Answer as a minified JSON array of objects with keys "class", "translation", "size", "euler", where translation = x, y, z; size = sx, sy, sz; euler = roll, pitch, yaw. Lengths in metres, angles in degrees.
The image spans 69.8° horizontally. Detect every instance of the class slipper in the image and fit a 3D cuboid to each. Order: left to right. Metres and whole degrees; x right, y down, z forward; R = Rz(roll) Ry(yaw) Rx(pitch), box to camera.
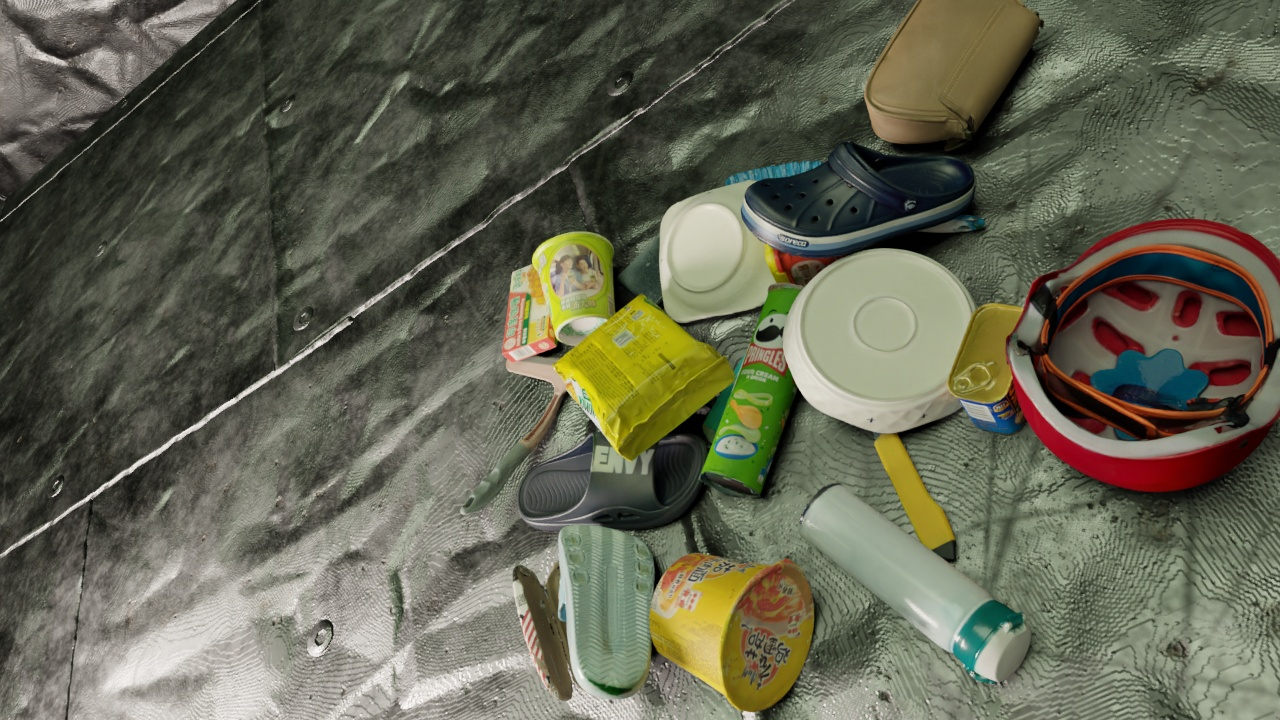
[{"class":"slipper","translation":[-0.050,0.140,1.070],"size":[0.269,0.083,0.110],"euler":[-14,58,29]},{"class":"slipper","translation":[-0.037,0.261,0.963],"size":[0.245,0.104,0.074],"euler":[-100,19,-61]},{"class":"slipper","translation":[0.234,-0.180,0.971],"size":[0.253,0.095,0.105],"euler":[-9,42,-3]}]

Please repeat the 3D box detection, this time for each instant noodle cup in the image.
[{"class":"instant noodle cup","translation":[-0.082,-0.088,1.217],"size":[0.112,0.111,0.123],"euler":[-22,61,22]},{"class":"instant noodle cup","translation":[0.084,0.251,0.883],"size":[0.110,0.138,0.138],"euler":[8,68,47]}]

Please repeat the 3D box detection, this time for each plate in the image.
[{"class":"plate","translation":[0.085,-0.135,1.126],"size":[0.164,0.034,0.164],"euler":[-11,76,34]},{"class":"plate","translation":[0.250,-0.028,0.943],"size":[0.205,0.045,0.204],"euler":[-5,66,10]}]

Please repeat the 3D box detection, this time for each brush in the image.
[{"class":"brush","translation":[0.243,-0.186,1.085],"size":[0.315,0.060,0.109],"euler":[-3,67,31]}]

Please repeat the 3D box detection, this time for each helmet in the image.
[{"class":"helmet","translation":[0.431,0.008,0.779],"size":[0.207,0.144,0.239],"euler":[23,64,38]}]

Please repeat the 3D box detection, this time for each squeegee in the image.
[{"class":"squeegee","translation":[-0.148,0.102,1.173],"size":[0.248,0.040,0.249],"euler":[8,53,41]}]

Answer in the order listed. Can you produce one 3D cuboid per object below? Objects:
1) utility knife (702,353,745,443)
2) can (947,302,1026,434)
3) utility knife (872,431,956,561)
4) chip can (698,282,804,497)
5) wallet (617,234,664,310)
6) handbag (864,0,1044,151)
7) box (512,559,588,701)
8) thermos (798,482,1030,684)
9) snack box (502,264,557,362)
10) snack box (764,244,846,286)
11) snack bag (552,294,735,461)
[{"class":"utility knife","translation":[0.123,0.015,1.070],"size":[0.029,0.013,0.182],"euler":[27,82,38]},{"class":"can","translation":[0.342,0.010,0.874],"size":[0.057,0.083,0.102],"euler":[13,72,40]},{"class":"utility knife","translation":[0.264,0.112,0.913],"size":[0.033,0.015,0.201],"euler":[-31,51,17]},{"class":"chip can","translation":[0.137,0.033,1.011],"size":[0.072,0.072,0.235],"euler":[10,70,38]},{"class":"wallet","translation":[0.035,-0.128,1.214],"size":[0.121,0.019,0.097],"euler":[-45,47,1]},{"class":"handbag","translation":[0.359,-0.338,1.066],"size":[0.148,0.100,0.204],"euler":[30,83,34]},{"class":"box","translation":[-0.082,0.287,1.011],"size":[0.086,0.075,0.162],"euler":[-29,49,2]},{"class":"thermos","translation":[0.247,0.202,0.840],"size":[0.073,0.073,0.224],"euler":[-51,48,-2]},{"class":"snack box","translation":[-0.150,-0.074,1.293],"size":[0.077,0.027,0.155],"euler":[-20,48,24]},{"class":"snack box","translation":[0.192,-0.125,1.056],"size":[0.080,0.091,0.081],"euler":[-8,57,23]},{"class":"snack bag","translation":[-0.006,0.006,1.066],"size":[0.158,0.068,0.246],"euler":[-38,30,-5]}]
